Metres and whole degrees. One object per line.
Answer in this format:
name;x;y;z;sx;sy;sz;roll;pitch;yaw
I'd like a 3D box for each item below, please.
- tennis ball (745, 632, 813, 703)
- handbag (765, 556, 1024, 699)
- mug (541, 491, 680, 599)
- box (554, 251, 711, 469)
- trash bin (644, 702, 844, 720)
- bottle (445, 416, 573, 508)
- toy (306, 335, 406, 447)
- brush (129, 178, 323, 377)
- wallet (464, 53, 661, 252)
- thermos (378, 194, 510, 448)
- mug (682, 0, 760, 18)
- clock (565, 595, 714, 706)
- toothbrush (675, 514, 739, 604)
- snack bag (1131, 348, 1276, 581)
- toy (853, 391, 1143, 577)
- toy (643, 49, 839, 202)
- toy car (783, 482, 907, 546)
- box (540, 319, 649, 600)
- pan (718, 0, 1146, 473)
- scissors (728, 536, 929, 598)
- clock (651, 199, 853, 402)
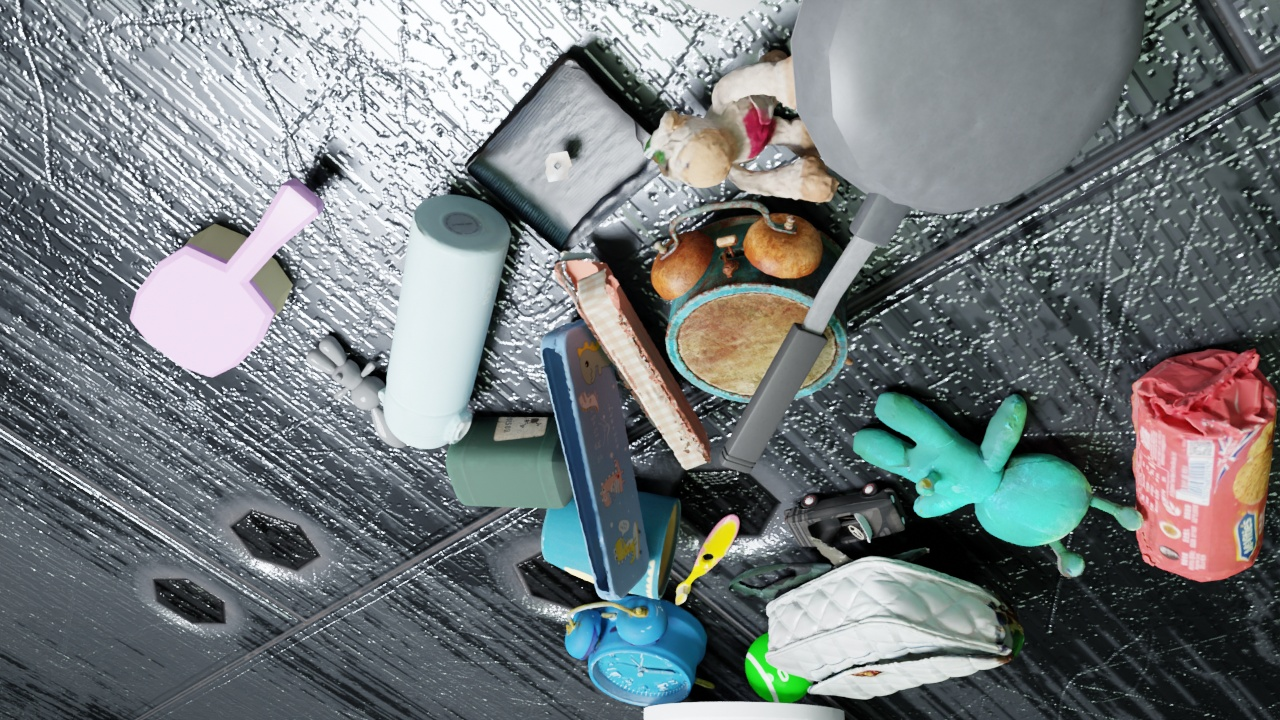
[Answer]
tennis ball;0.131;0.287;0.858;0.065;0.065;0.065;7;131;8
handbag;0.197;0.233;0.761;0.138;0.072;0.195;20;147;-13
mug;-0.024;0.153;0.783;0.104;0.084;0.112;9;160;11
box;-0.001;0.001;0.643;0.048;0.085;0.187;-28;128;3
trash bin;0.099;0.435;0.860;0.195;0.199;0.196;1;155;0
bottle;-0.083;0.082;0.741;0.131;0.061;0.061;0;127;15
toy;-0.222;0.026;0.750;0.049;0.030;0.111;-38;108;20
brush;-0.295;-0.068;0.679;0.089;0.043;0.229;42;127;-21
wallet;-0.046;-0.128;0.576;0.089;0.026;0.115;40;128;-20
thermos;-0.145;-0.019;0.668;0.078;0.065;0.207;32;132;11
mug;0.039;-0.230;0.450;0.089;0.071;0.107;34;102;-26
clock;-0.007;0.273;0.884;0.117;0.060;0.161;-22;124;30
toothbrush;0.057;0.179;0.818;0.021;0.016;0.136;25;132;-1
snack bag;0.370;0.073;0.611;0.082;0.082;0.176;-7;128;19
toy;0.249;0.089;0.662;0.193;0.072;0.131;26;132;4
toy;0.052;-0.130;0.516;0.106;0.074;0.085;-10;133;9
toy car;0.163;0.128;0.734;0.092;0.037;0.040;-16;124;25
box;-0.027;0.073;0.672;0.037;0.065;0.209;-7;103;24
pan;0.130;-0.080;0.487;0.178;0.041;0.358;18;115;-17
scissors;0.189;0.197;0.791;0.202;0.015;0.202;31;143;-24
clock;0.070;-0.046;0.584;0.121;0.073;0.158;-8;138;21
